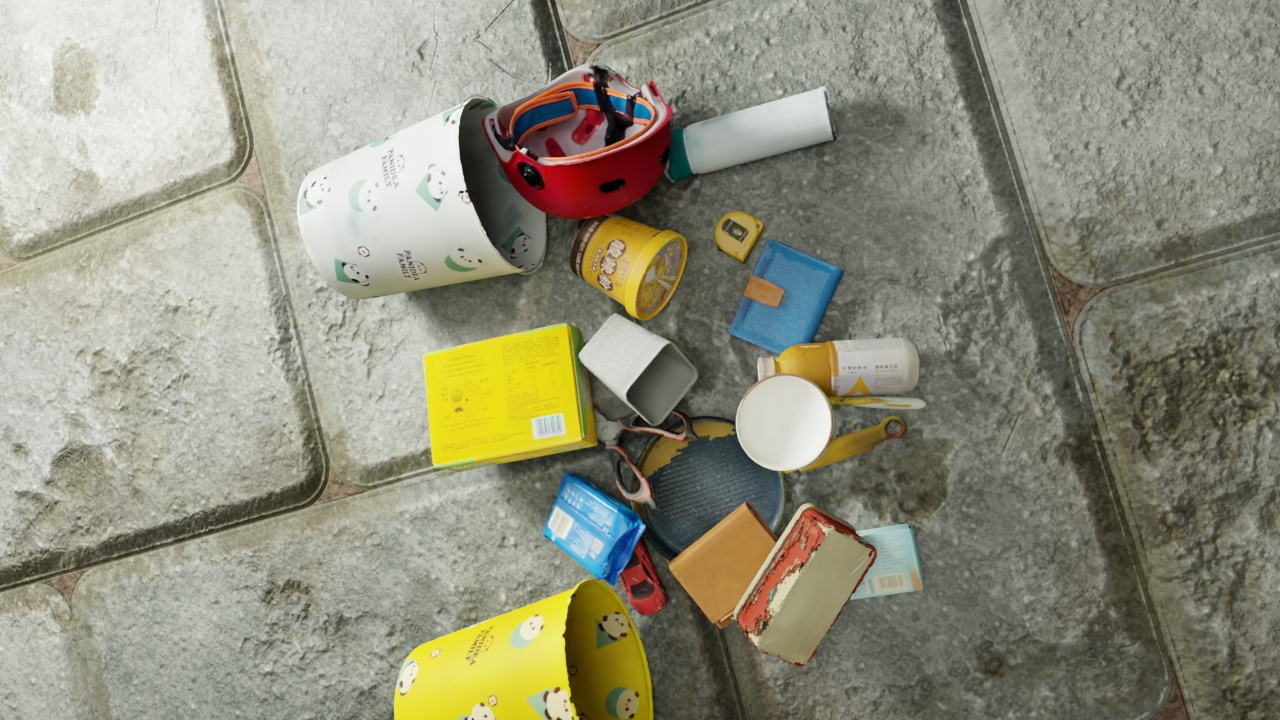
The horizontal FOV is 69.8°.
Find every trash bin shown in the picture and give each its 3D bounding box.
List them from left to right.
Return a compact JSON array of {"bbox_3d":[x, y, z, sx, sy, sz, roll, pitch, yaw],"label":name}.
[{"bbox_3d":[-0.283,-0.194,1.188,0.252,0.229,0.229,-13,86,18],"label":"trash bin"},{"bbox_3d":[-0.147,0.416,1.140,0.256,0.229,0.229,-19,84,18],"label":"trash bin"}]

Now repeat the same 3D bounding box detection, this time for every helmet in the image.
[{"bbox_3d":[-0.060,-0.248,1.126,0.206,0.144,0.240,-36,47,-22],"label":"helmet"}]

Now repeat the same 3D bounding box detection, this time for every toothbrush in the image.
[{"bbox_3d":[0.256,0.050,1.144,0.191,0.018,0.016,2,91,14],"label":"toothbrush"}]

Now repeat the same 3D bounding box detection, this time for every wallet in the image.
[{"bbox_3d":[0.115,0.253,1.121,0.132,0.031,0.108,-42,82,18],"label":"wallet"},{"bbox_3d":[0.182,-0.075,1.157,0.106,0.040,0.133,24,95,9],"label":"wallet"}]

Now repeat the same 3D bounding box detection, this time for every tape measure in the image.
[{"bbox_3d":[0.124,-0.162,1.177,0.057,0.029,0.060,31,96,13],"label":"tape measure"}]

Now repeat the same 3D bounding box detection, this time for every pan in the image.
[{"bbox_3d":[0.155,0.139,1.137,0.358,0.078,0.197,-22,84,13],"label":"pan"}]

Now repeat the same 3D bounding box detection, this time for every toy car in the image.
[{"bbox_3d":[-0.003,0.281,1.198,0.049,0.031,0.106,-25,85,13],"label":"toy car"}]

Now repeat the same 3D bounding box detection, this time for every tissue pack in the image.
[{"bbox_3d":[-0.060,0.214,1.182,0.157,0.052,0.095,28,96,41],"label":"tissue pack"}]

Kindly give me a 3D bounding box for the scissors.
[{"bbox_3d":[-0.026,0.100,1.184,0.189,0.015,0.226,-36,64,16],"label":"scissors"}]

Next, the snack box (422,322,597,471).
[{"bbox_3d":[-0.170,0.050,1.198,0.210,0.070,0.157,-12,77,13],"label":"snack box"}]

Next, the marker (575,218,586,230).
[{"bbox_3d":[-0.054,-0.231,1.229,0.023,0.018,0.131,23,95,23],"label":"marker"}]

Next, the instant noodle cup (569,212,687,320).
[{"bbox_3d":[-0.018,-0.128,1.171,0.114,0.118,0.118,29,96,21],"label":"instant noodle cup"}]

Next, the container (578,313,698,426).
[{"bbox_3d":[-0.007,0.007,1.153,0.090,0.090,0.114,-49,47,-7],"label":"container"}]

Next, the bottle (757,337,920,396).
[{"bbox_3d":[0.238,0.010,1.112,0.189,0.068,0.068,-3,88,5],"label":"bottle"}]

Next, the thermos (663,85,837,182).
[{"bbox_3d":[0.129,-0.285,1.160,0.224,0.073,0.073,-12,86,14],"label":"thermos"}]

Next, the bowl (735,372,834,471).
[{"bbox_3d":[0.175,0.076,1.076,0.114,0.062,0.113,-5,77,23],"label":"bowl"}]

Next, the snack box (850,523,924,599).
[{"bbox_3d":[0.252,0.251,1.123,0.175,0.051,0.074,-12,84,14],"label":"snack box"}]

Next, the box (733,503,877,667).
[{"bbox_3d":[0.190,0.261,1.053,0.091,0.080,0.168,28,96,-23],"label":"box"}]
